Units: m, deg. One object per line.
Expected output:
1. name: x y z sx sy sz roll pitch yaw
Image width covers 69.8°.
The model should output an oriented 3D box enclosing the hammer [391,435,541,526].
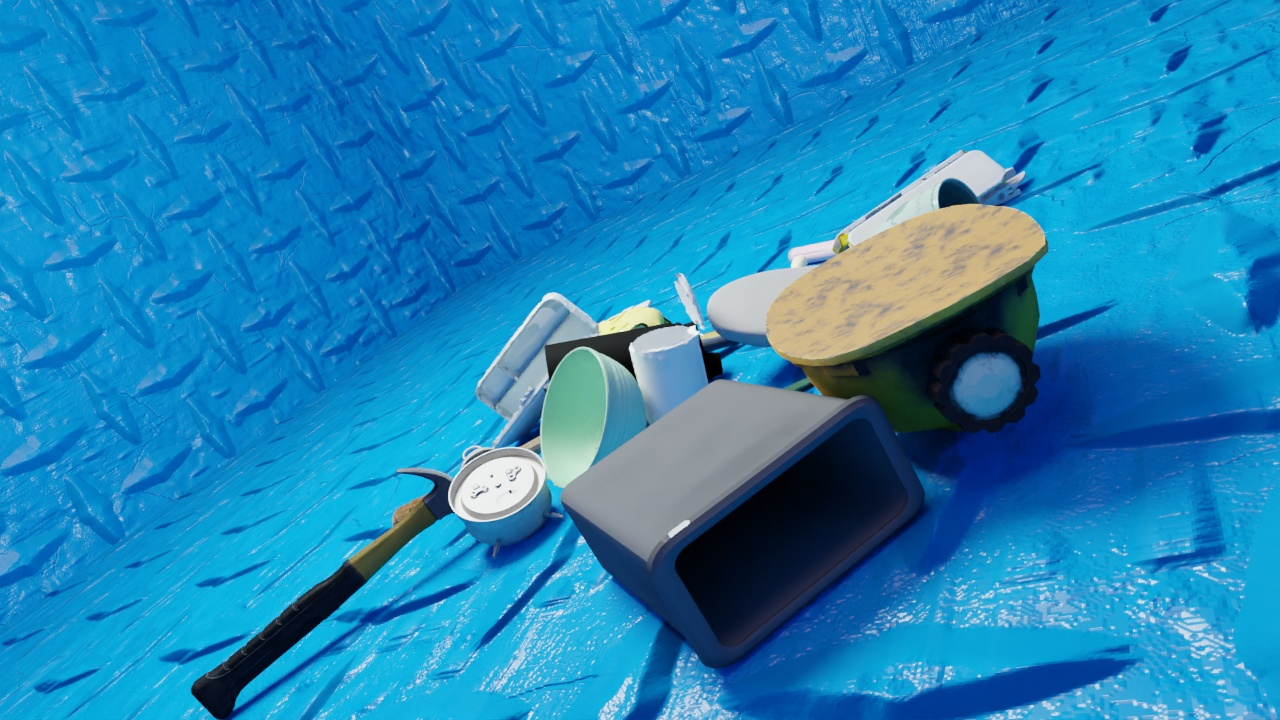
1. hammer: -0.178 0.134 1.151 0.319 0.049 0.121 -29 17 12

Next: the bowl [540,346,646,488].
1. bowl: -0.043 0.065 0.981 0.077 0.151 0.151 11 -7 -30

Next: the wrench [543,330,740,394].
1. wrench: 0.010 -0.002 1.155 0.273 0.022 0.073 -15 22 -1

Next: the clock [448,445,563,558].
1. clock: -0.153 0.138 0.981 0.103 0.061 0.157 -29 39 -17

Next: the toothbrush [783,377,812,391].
1. toothbrush: 0.169 0.017 0.917 0.190 0.017 0.016 -28 15 6

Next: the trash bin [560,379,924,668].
1. trash bin: 0.061 0.103 0.685 0.191 0.097 0.220 -34 14 -15

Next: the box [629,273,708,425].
1. box: 0.033 -0.010 0.987 0.092 0.166 0.083 -16 19 2

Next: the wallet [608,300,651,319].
1. wallet: -0.036 -0.044 1.479 0.115 0.037 0.118 -23 19 24

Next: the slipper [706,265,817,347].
1. slipper: 0.208 -0.050 0.980 0.266 0.081 0.112 -12 40 13

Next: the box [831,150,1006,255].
1. box: 0.341 -0.191 1.142 0.210 0.057 0.117 -33 21 -6

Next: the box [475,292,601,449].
1. box: -0.144 0.027 1.219 0.216 0.106 0.126 -51 13 28

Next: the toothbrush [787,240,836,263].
1. toothbrush: 0.283 -0.155 1.253 0.026 0.027 0.223 -52 23 -21

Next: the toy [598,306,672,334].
1. toy: -0.050 -0.016 1.322 0.214 0.084 0.148 -18 20 32

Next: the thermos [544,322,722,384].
1. thermos: -0.006 0.006 1.078 0.198 0.086 0.086 -10 15 -2

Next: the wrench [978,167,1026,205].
1. wrench: 0.367 -0.162 1.134 0.273 0.018 0.087 -34 15 -10

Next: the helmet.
1. helmet: 0.216 -0.014 0.699 0.205 0.131 0.255 -29 15 6

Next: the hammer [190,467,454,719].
1. hammer: -0.320 0.240 0.968 0.332 0.118 0.025 -40 12 -15

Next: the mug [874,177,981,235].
1. mug: 0.313 -0.135 1.022 0.104 0.084 0.111 -28 17 52

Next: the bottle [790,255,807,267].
1. bottle: 0.196 -0.099 1.192 0.045 0.045 0.184 -23 16 27
